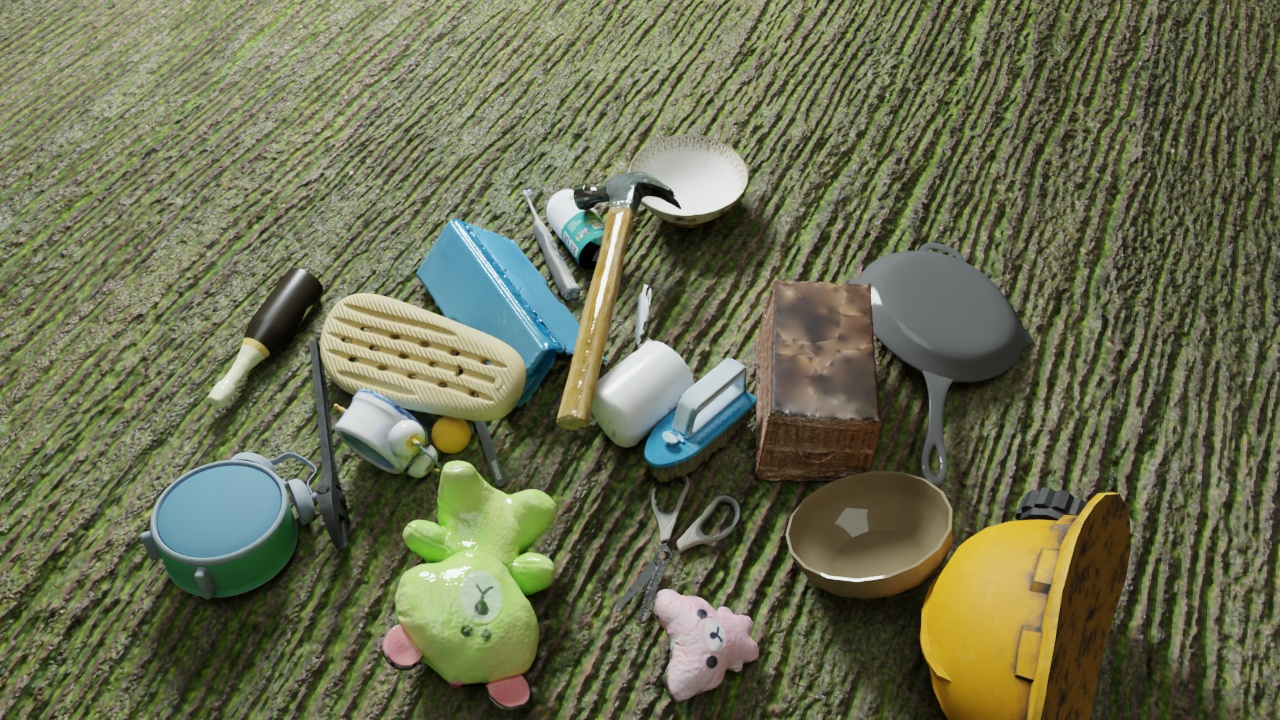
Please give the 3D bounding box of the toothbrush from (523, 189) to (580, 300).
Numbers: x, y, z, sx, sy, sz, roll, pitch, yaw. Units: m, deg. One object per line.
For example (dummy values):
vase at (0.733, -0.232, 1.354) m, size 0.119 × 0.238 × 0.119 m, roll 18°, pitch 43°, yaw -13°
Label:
toothbrush at (-0.115, -0.146, 1.127) m, size 0.024 × 0.022 × 0.185 m, roll -34°, pitch 56°, yaw 13°

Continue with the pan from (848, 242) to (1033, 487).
pan at (0.327, -0.014, 0.996) m, size 0.216 × 0.024 × 0.353 m, roll 17°, pitch 51°, yaw 1°

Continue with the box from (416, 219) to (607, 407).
box at (-0.149, -0.052, 1.055) m, size 0.094 × 0.112 × 0.231 m, roll -52°, pitch 57°, yaw 20°

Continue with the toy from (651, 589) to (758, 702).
toy at (0.061, 0.252, 0.824) m, size 0.095 × 0.053 × 0.099 m, roll 0°, pitch 57°, yaw -15°

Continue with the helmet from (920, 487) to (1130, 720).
helmet at (0.312, 0.220, 0.776) m, size 0.131 × 0.205 × 0.254 m, roll 8°, pitch 45°, yaw 38°

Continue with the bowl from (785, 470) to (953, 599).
bowl at (0.217, 0.170, 0.857) m, size 0.152 × 0.050 × 0.152 m, roll -17°, pitch 27°, yaw 8°

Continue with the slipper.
slipper at (-0.228, 0.006, 0.984) m, size 0.262 × 0.079 × 0.111 m, roll 15°, pitch 79°, yaw 24°

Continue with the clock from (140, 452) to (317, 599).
clock at (-0.386, 0.151, 0.893) m, size 0.122 × 0.075 × 0.161 m, roll 26°, pitch 47°, yaw 19°

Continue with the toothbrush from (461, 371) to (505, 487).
toothbrush at (-0.173, 0.065, 0.984) m, size 0.012 × 0.013 × 0.167 m, roll -18°, pitch 59°, yaw -12°

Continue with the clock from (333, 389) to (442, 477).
clock at (-0.250, 0.079, 0.928) m, size 0.125 × 0.089 × 0.051 m, roll 24°, pitch 63°, yaw 19°

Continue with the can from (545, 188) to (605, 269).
can at (-0.073, -0.160, 1.114) m, size 0.054 × 0.055 × 0.101 m, roll -26°, pitch 58°, yaw -16°

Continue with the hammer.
hammer at (-0.038, -0.075, 0.980) m, size 0.132 × 0.033 × 0.329 m, roll -5°, pitch 55°, yaw 23°

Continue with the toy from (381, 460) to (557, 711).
toy at (-0.153, 0.203, 0.838) m, size 0.150 × 0.107 × 0.196 m, roll 22°, pitch 64°, yaw -12°

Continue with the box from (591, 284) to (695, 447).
box at (-0.005, 0.003, 0.975) m, size 0.146 × 0.084 × 0.136 m, roll -37°, pitch 71°, yaw -24°

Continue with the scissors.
scissors at (0.025, 0.175, 0.901) m, size 0.164 × 0.013 × 0.150 m, roll -21°, pitch 56°, yaw -13°

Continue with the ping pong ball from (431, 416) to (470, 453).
ping pong ball at (-0.197, 0.077, 0.957) m, size 0.040 × 0.040 × 0.040 m, roll 0°, pitch 55°, yaw 0°

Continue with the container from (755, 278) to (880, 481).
container at (0.181, 0.018, 0.949) m, size 0.114 × 0.113 × 0.198 m, roll 3°, pitch 54°, yaw 3°

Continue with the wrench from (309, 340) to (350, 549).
wrench at (-0.326, 0.077, 0.951) m, size 0.018 × 0.073 × 0.273 m, roll -15°, pitch 50°, yaw -10°

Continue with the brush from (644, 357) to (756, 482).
brush at (0.056, 0.062, 0.935) m, size 0.055 × 0.075 × 0.135 m, roll 33°, pitch 57°, yaw 32°

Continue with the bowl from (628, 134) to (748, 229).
bowl at (0.058, -0.211, 1.144) m, size 0.145 × 0.063 × 0.145 m, roll 0°, pitch 55°, yaw 0°

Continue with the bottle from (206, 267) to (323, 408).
bottle at (-0.424, -0.024, 1.029) m, size 0.045 × 0.045 × 0.184 m, roll 16°, pitch 56°, yaw 12°
